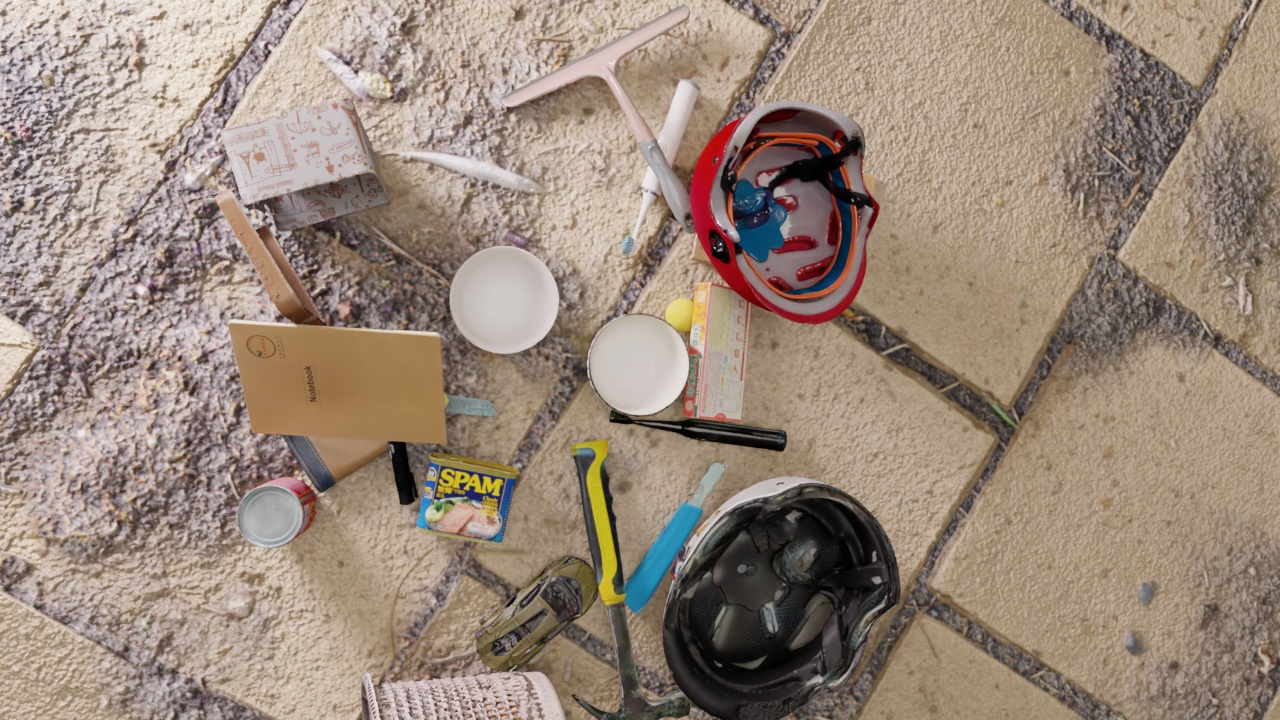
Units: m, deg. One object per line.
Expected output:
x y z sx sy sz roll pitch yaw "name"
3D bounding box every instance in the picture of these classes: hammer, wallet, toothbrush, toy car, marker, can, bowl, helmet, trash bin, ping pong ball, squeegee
-0.035 0.252 1.036 0.126 0.032 0.323 -8 82 -20 "hammer"
-0.329 0.080 1.017 0.115 0.033 0.090 -32 96 -9 "wallet"
0.022 -0.225 1.083 0.026 0.027 0.221 25 84 -48 "toothbrush"
-0.116 0.287 1.042 0.158 0.042 0.070 -40 95 -11 "toy car"
-0.266 0.097 1.011 0.022 0.020 0.132 -16 112 -28 "marker"
-0.193 0.154 1.024 0.102 0.057 0.083 12 89 -8 "can"
-0.153 -0.066 1.031 0.118 0.065 0.118 0 89 -9 "bowl"
0.141 0.249 1.026 0.230 0.157 0.274 36 94 -8 "helmet"
-0.178 0.420 0.954 0.192 0.228 0.227 -7 90 -22 "trash bin"
0.148 -0.163 1.032 0.206 0.144 0.240 -17 103 -24 "helmet"
-0.383 0.159 0.974 0.066 0.094 0.066 0 89 -9 "can"
0.068 0.081 1.084 0.212 0.026 0.027 9 52 -8 "toothbrush"
-0.006 0.006 1.052 0.116 0.066 0.116 0 88 -10 "bowl"
0.049 -0.053 1.075 0.040 0.040 0.040 0 88 -9 "ping pong ball"
0.003 -0.257 1.052 0.247 0.040 0.249 -29 88 -4 "squeegee"

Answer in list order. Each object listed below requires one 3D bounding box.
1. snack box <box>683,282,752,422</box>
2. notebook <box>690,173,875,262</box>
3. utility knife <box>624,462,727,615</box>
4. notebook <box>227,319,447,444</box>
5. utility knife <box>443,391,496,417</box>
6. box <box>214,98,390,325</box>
0.091 -0.008 1.069 0.077 0.027 0.155 8 86 -43 "snack box"
0.175 -0.175 1.114 0.211 0.012 0.149 11 85 -9 "notebook"
0.041 0.204 1.078 0.034 0.018 0.204 35 85 -5 "utility knife"
-0.307 0.026 0.947 0.207 0.008 0.148 4 127 -3 "notebook"
-0.260 0.042 1.012 0.206 0.021 0.031 8 88 -13 "utility knife"
-0.332 -0.138 0.945 0.157 0.183 0.193 -20 93 -9 "box"
